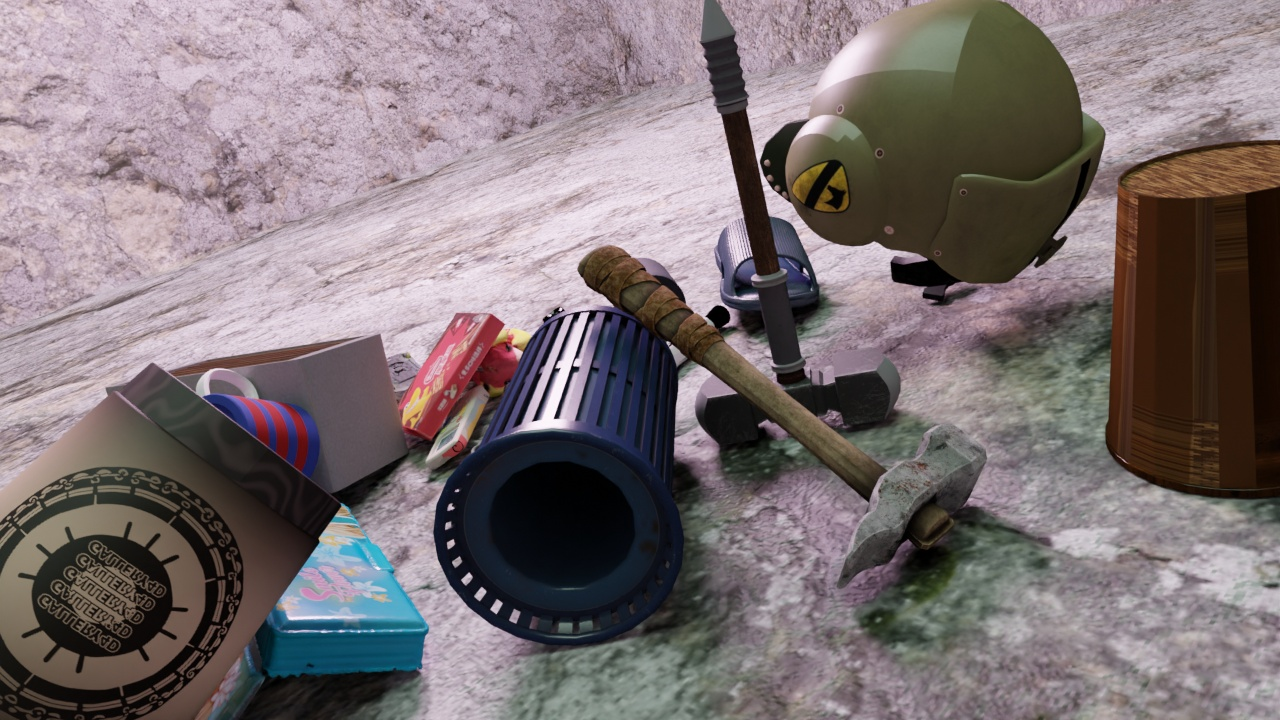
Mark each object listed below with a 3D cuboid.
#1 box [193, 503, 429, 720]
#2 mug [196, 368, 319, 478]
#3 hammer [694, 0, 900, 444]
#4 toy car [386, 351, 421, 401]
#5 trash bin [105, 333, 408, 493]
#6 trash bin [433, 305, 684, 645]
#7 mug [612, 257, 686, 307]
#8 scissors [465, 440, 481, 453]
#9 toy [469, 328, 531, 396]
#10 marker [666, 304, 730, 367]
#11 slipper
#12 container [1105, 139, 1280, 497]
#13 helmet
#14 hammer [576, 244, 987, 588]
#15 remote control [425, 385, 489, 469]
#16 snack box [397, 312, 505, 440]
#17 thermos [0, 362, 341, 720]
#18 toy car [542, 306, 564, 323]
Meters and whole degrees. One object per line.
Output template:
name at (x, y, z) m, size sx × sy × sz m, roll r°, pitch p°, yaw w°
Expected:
box at (-0.250, 0.160, 0.606) m, size 0.172 × 0.083 × 0.227 m, roll -25°, pitch 23°, yaw -23°
mug at (-0.314, 0.052, 0.717) m, size 0.075 × 0.112 × 0.076 m, roll -38°, pitch -20°, yaw 13°
hammer at (0.083, -0.094, 0.647) m, size 0.156 × 0.322 × 0.043 m, roll -10°, pitch 22°, yaw 14°
toy car at (-0.262, 0.021, 1.008) m, size 0.048 × 0.033 × 0.105 m, roll -24°, pitch 27°, yaw -24°
trash bin at (-0.349, 0.055, 0.842) m, size 0.229 × 0.114 × 0.114 m, roll -7°, pitch 10°, yaw 22°
trash bin at (-0.039, 0.057, 0.623) m, size 0.139 × 0.139 × 0.249 m, roll -13°, pitch 20°, yaw 8°
mug at (-0.006, -0.055, 0.982) m, size 0.105 × 0.071 × 0.077 m, roll -42°, pitch 21°, yaw 7°
scissors at (-0.113, 0.088, 0.765) m, size 0.090 × 0.014 × 0.171 m, roll -18°, pitch 19°, yaw 0°
toy at (-0.162, -0.004, 0.964) m, size 0.105 × 0.067 × 0.137 m, roll -18°, pitch 14°, yaw -8°
marker at (0.051, -0.022, 0.903) m, size 0.025 × 0.025 × 0.125 m, roll 2°, pitch 28°, yaw 38°
slipper at (0.131, -0.119, 0.993) m, size 0.101 × 0.082 × 0.263 m, roll -2°, pitch 20°, yaw -1°
container at (0.333, -0.029, 0.523) m, size 0.132 × 0.167 × 0.132 m, roll -14°, pitch 22°, yaw 5°
helmet at (0.252, -0.166, 0.769) m, size 0.249 × 0.256 × 0.233 m, roll -33°, pitch 24°, yaw -34°
hammer at (0.066, 0.012, 0.600) m, size 0.121 × 0.049 × 0.319 m, roll -29°, pitch 52°, yaw -28°
remote control at (-0.169, 0.060, 0.852) m, size 0.038 × 0.018 × 0.125 m, roll -35°, pitch 18°, yaw 16°
snack box at (-0.190, 0.013, 0.892) m, size 0.089 × 0.021 × 0.132 m, roll 4°, pitch 61°, yaw 57°
thermos at (-0.281, 0.127, 0.475) m, size 0.173 × 0.173 × 0.225 m, roll 13°, pitch 60°, yaw 51°
toy car at (-0.070, -0.022, 0.948) m, size 0.048 × 0.051 × 0.100 m, roll -49°, pitch 28°, yaw -22°
